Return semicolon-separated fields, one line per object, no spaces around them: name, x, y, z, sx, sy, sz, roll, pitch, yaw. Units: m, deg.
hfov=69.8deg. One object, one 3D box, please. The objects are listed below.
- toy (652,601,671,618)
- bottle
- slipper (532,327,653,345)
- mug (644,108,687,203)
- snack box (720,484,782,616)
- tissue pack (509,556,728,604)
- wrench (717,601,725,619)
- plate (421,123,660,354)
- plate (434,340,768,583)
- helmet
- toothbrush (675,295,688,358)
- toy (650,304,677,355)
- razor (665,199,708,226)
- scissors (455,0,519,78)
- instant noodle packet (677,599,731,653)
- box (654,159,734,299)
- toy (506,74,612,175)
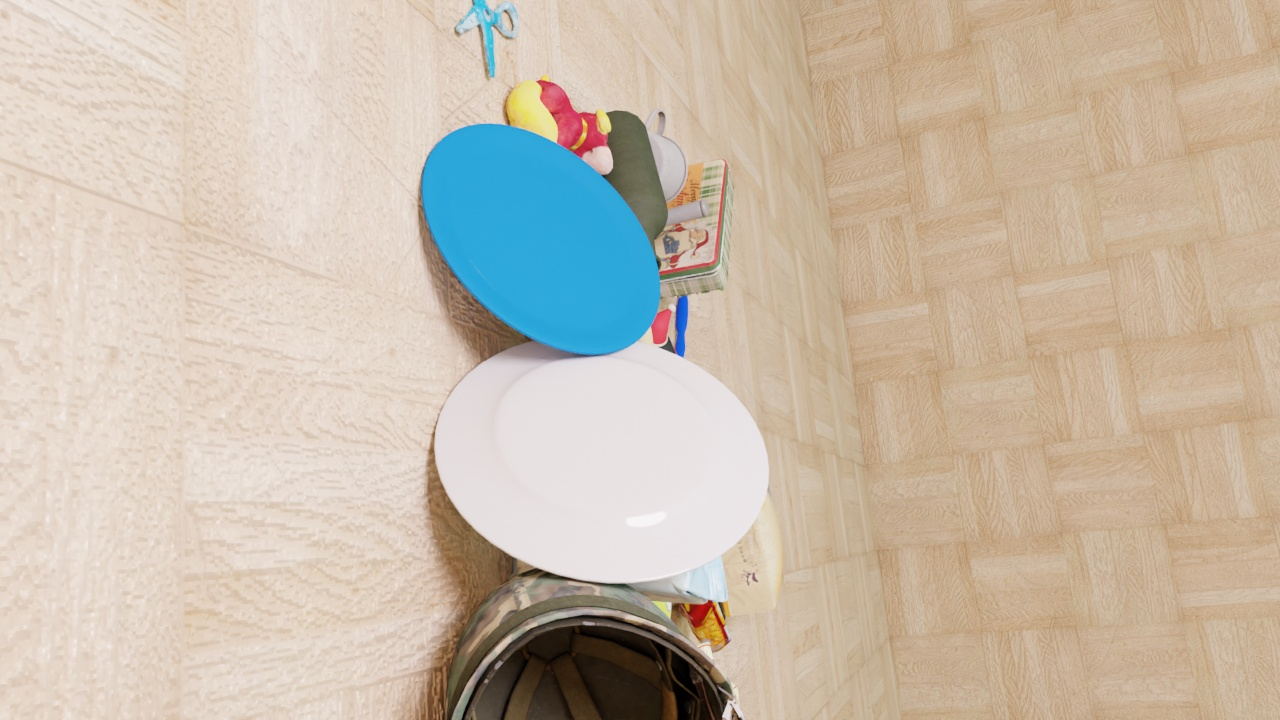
toy;0.000;0.212;0.916;0.115;0.046;0.091;61;24;-26
bottle;-0.012;-0.172;0.960;0.071;0.071;0.206;54;19;-51
slipper;-0.029;0.050;0.817;0.079;0.111;0.261;18;67;-67
mug;0.007;-0.241;1.076;0.070;0.084;0.113;-9;107;-67
snack box;0.139;0.222;1.187;0.195;0.081;0.145;-41;120;-79
tissue pack;-0.015;0.129;0.714;0.070;0.182;0.112;44;47;-58
wrench;0.073;0.198;1.150;0.073;0.022;0.273;-25;104;-71
plate;-0.080;-0.098;0.752;0.224;0.024;0.223;24;47;-28
plate;-0.025;0.055;0.663;0.241;0.242;0.016;-74;177;-50
helmet;-0.028;0.248;0.582;0.224;0.192;0.236;67;-10;-14
toothbrush;0.054;-0.021;1.209;0.018;0.016;0.182;63;26;-51
toy;-0.005;0.005;0.896;0.119;0.097;0.099;108;-35;-59
razor;0.020;-0.158;1.035;0.047;0.116;0.088;-80;153;-53
scissors;-0.144;-0.325;0.826;0.133;0.012;0.134;-66;142;-54
instant noodle packet;0.056;0.251;1.015;0.098;0.039;0.135;-125;-167;-62
box;0.053;-0.163;1.133;0.050;0.118;0.205;66;25;-44
toy;-0.082;-0.227;0.889;0.137;0.067;0.105;-1;79;-57
